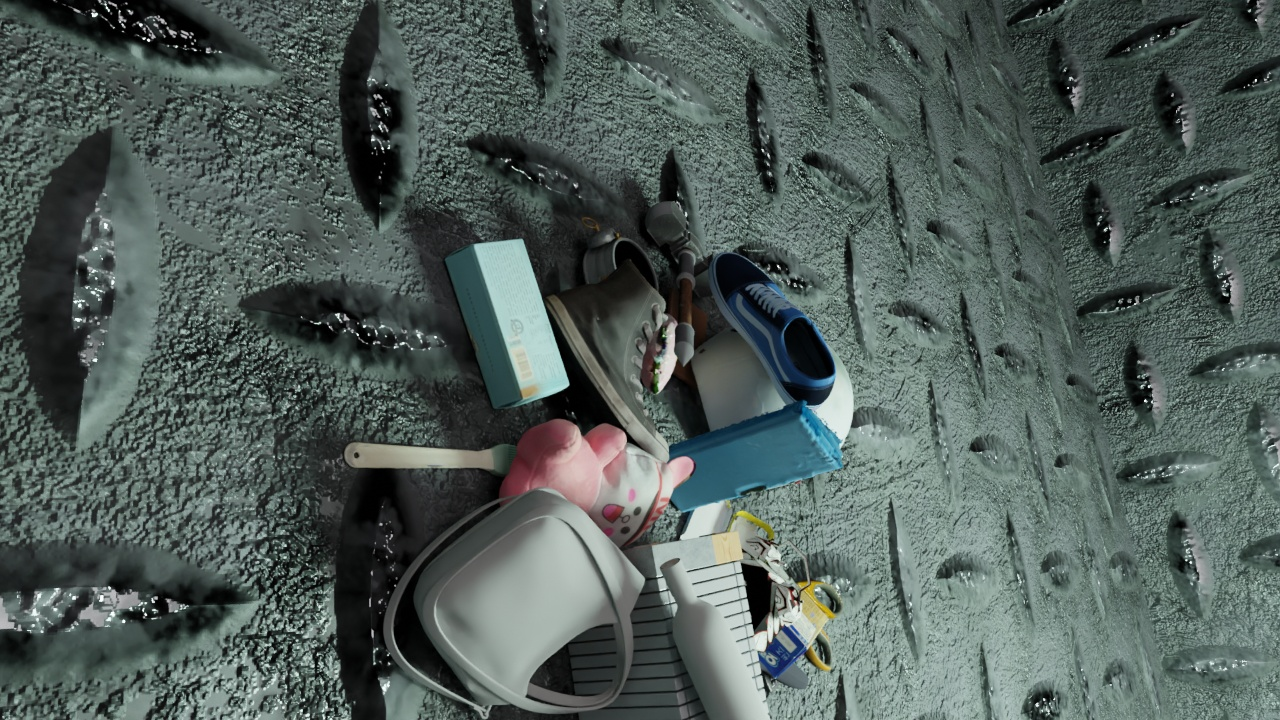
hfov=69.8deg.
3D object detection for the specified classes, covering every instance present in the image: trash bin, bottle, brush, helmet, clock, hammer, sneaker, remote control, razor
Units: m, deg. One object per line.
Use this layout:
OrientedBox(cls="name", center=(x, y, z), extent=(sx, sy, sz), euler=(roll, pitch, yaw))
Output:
OrientedBox(cls="trash bin", center=(0.026, 0.316, 0.951), extent=(0.142, 0.143, 0.246), euler=(3, 73, -49))
OrientedBox(cls="bottle", center=(0.066, 0.276, 0.856), extent=(0.052, 0.053, 0.195), euler=(-30, 98, -50))
OrientedBox(cls="brush", center=(-0.190, 0.096, 0.896), extent=(0.217, 0.012, 0.033), euler=(9, 69, -46))
OrientedBox(cls="helmet", center=(0.203, 0.050, 1.246), extent=(0.263, 0.164, 0.236), euler=(-6, 82, -54))
OrientedBox(cls="clock", center=(-0.031, -0.112, 1.128), extent=(0.148, 0.056, 0.103), euler=(60, 32, -14))
OrientedBox(cls="hammer", center=(0.056, -0.080, 1.142), extent=(0.156, 0.043, 0.321), euler=(50, 23, -24))
OrientedBox(cls="sneaker", center=(-0.007, 0.006, 1.049), extent=(0.119, 0.095, 0.235), euler=(-31, 93, -12))
OrientedBox(cls="sneaker", center=(0.169, -0.057, 1.122), extent=(0.083, 0.098, 0.241), euler=(-18, 63, -23))
OrientedBox(cls="remote control", center=(0.158, 0.365, 1.191), extent=(0.046, 0.009, 0.124), euler=(-20, 90, -51))
OrientedBox(cls="clock", center=(0.118, 0.258, 1.025), extent=(0.065, 0.155, 0.114), euler=(36, 23, -46))
OrientedBox(cls="razor", center=(0.161, 0.380, 1.152), extent=(0.143, 0.047, 0.052), euler=(39, 84, -28))

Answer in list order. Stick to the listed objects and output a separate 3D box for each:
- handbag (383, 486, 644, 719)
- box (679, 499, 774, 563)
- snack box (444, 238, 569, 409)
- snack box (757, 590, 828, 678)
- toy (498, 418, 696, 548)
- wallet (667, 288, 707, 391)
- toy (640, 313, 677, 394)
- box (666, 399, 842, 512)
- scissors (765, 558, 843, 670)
OrientedBox(cls="handbag", center=(-0.099, 0.247, 0.854), extent=(0.215, 0.095, 0.223), euler=(-36, 111, -8))
OrientedBox(cls="box", center=(0.093, 0.258, 1.140), extent=(0.129, 0.039, 0.209), euler=(40, 47, -13))
OrientedBox(cls="snack box", center=(-0.141, -0.040, 0.975), extent=(0.074, 0.053, 0.174), euler=(-18, 90, -51))
OrientedBox(cls="snack box", center=(0.181, 0.332, 1.125), extent=(0.056, 0.057, 0.206), euler=(48, 9, 17))
OrientedBox(cls="toy", center=(-0.045, 0.133, 0.968), extent=(0.213, 0.084, 0.142), euler=(21, 103, -40))
OrientedBox(cls="wallet", center=(0.061, -0.027, 1.235), extent=(0.087, 0.013, 0.120), euler=(34, 51, -42))
OrientedBox(cls="toy", center=(0.024, -0.017, 1.150), extent=(0.093, 0.050, 0.103), euler=(-77, 179, -63))
OrientedBox(cls="box", center=(0.117, 0.111, 1.072), extent=(0.093, 0.232, 0.048), euler=(51, 39, -19))
OrientedBox(cls="scissors", center=(0.215, 0.336, 1.264), extent=(0.225, 0.016, 0.161), euler=(37, 49, -34))
